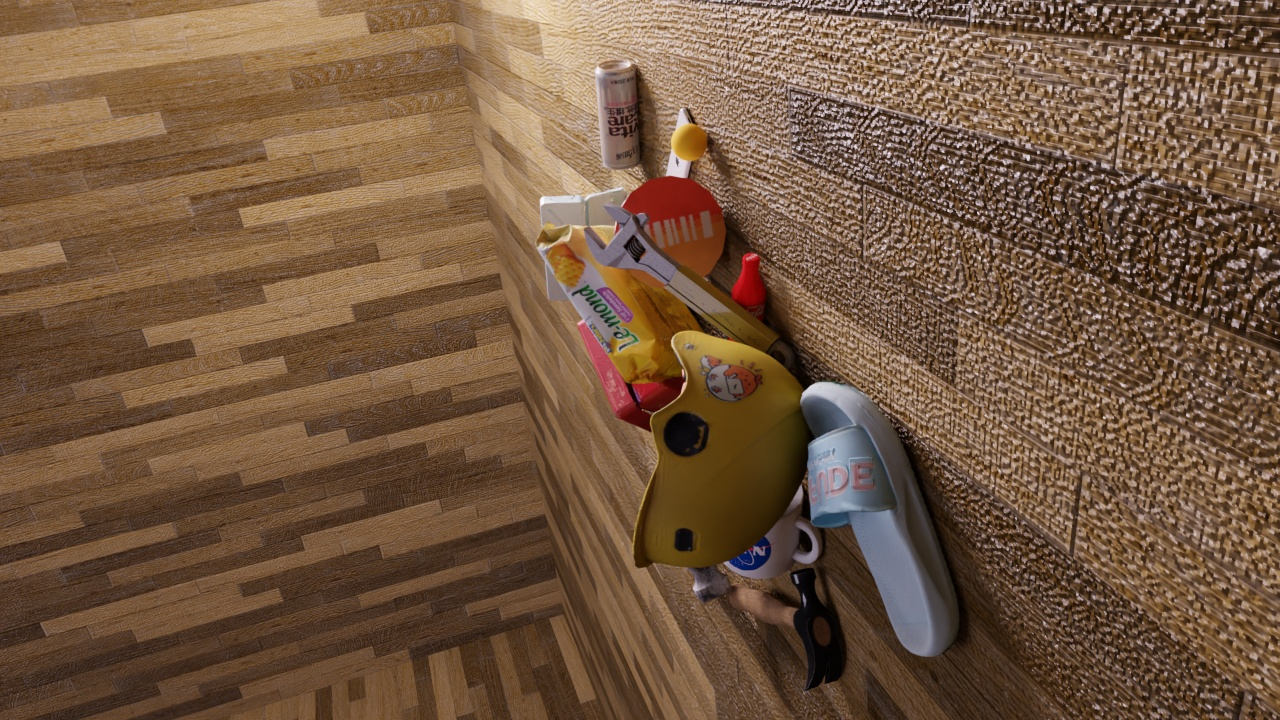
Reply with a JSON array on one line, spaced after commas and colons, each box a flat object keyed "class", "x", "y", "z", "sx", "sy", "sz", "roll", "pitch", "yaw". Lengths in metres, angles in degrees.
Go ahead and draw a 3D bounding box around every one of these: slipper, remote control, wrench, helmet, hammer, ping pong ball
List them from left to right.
[{"class": "remote control", "x": 0.048, "y": -0.238, "z": 1.102, "sx": 0.147, "sy": 0.008, "sz": 0.045, "roll": 104, "pitch": 150, "yaw": -62}, {"class": "hammer", "x": 0.070, "y": 0.280, "z": 1.381, "sx": 0.319, "sy": 0.049, "sz": 0.121, "roll": 127, "pitch": 119, "yaw": -83}, {"class": "wrench", "x": 0.049, "y": -0.075, "z": 0.962, "sx": 0.273, "sy": 0.018, "sz": 0.084, "roll": 40, "pitch": 130, "yaw": 15}, {"class": "ping pong ball", "x": 0.054, "y": -0.240, "z": 1.011, "sx": 0.040, "sy": 0.040, "sz": 0.040, "roll": 166, "pitch": 91, "yaw": -76}, {"class": "helmet", "x": 0.090, "y": 0.098, "z": 0.882, "sx": 0.209, "sy": 0.140, "sz": 0.239, "roll": 70, "pitch": -147, "yaw": -60}, {"class": "hammer", "x": 0.164, "y": 0.310, "z": 1.117, "sx": 0.306, "sy": 0.040, "sz": 0.132, "roll": 144, "pitch": 112, "yaw": -77}, {"class": "slipper", "x": 0.189, "y": 0.130, "z": 0.772, "sx": 0.104, "sy": 0.074, "sz": 0.245, "roll": 113, "pitch": 140, "yaw": -67}]

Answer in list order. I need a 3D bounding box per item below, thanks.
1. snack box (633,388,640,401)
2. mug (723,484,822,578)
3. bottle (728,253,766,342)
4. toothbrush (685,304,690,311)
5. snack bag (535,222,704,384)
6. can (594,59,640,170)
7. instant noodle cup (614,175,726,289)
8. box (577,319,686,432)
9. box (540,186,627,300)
[{"class": "snack box", "x": 0.015, "y": -0.001, "z": 1.392, "sx": 0.148, "sy": 0.040, "sz": 0.143, "roll": -179, "pitch": 76, "yaw": -76}, {"class": "mug", "x": 0.142, "y": 0.179, "z": 0.997, "sx": 0.121, "sy": 0.090, "sz": 0.090, "roll": 21, "pitch": 133, "yaw": 30}, {"class": "bottle", "x": 0.113, "y": -0.058, "z": 0.963, "sx": 0.036, "sy": 0.036, "sz": 0.119, "roll": -119, "pitch": 21, "yaw": -47}, {"class": "toothbrush", "x": 0.051, "y": -0.106, "z": 1.199, "sx": 0.021, "sy": 0.017, "sz": 0.135, "roll": -143, "pitch": 41, "yaw": -66}, {"class": "snack bag", "x": -0.012, "y": -0.075, "z": 1.146, "sx": 0.068, "sy": 0.159, "sz": 0.247, "roll": -42, "pitch": 74, "yaw": 26}, {"class": "can", "x": -0.030, "y": -0.328, "z": 1.227, "sx": 0.054, "sy": 0.054, "sz": 0.136, "roll": -122, "pitch": 23, "yaw": -52}, {"class": "instant noodle cup", "x": 0.024, "y": -0.152, "z": 1.072, "sx": 0.121, "sy": 0.123, "sz": 0.123, "roll": -127, "pitch": 26, "yaw": -75}, {"class": "box", "x": -0.003, "y": 0.004, "z": 1.238, "sx": 0.129, "sy": 0.093, "sz": 0.157, "roll": 20, "pitch": -138, "yaw": -61}, {"class": "box", "x": -0.085, "y": -0.175, "z": 1.419, "sx": 0.197, "sy": 0.134, "sz": 0.040, "roll": 92, "pitch": 170, "yaw": -48}]
